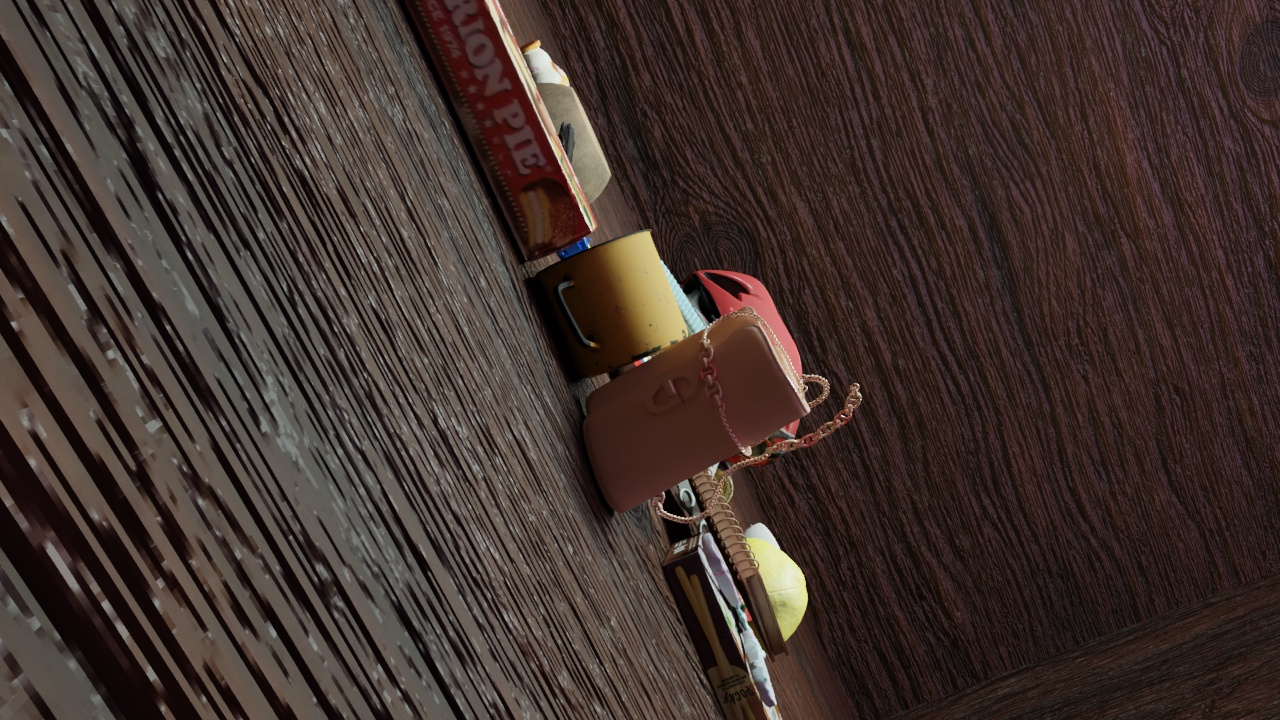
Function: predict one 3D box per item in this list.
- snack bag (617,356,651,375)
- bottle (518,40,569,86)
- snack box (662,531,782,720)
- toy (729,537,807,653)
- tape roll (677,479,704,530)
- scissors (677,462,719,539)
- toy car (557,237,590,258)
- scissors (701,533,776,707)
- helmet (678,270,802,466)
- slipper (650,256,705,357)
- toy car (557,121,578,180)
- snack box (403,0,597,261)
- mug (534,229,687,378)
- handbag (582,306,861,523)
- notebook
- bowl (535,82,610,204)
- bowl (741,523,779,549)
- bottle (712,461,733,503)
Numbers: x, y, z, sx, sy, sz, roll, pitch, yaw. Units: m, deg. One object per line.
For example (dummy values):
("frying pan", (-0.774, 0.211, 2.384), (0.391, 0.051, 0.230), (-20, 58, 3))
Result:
("snack bag", (-0.006, 0.006, 0.986), (0.144, 0.039, 0.131), (-54, 120, -88))
("bottle", (-0.130, -0.375, 1.242), (0.063, 0.063, 0.109), (-102, 168, -63))
("snack box", (0.074, 0.249, 0.796), (0.101, 0.032, 0.186), (9, 58, -83))
("toy", (0.152, 0.281, 1.107), (0.208, 0.092, 0.133), (65, 16, -75))
("tape roll", (0.064, 0.162, 1.127), (0.093, 0.018, 0.094), (-22, 89, -85))
("scissors", (0.082, 0.164, 1.087), (0.159, 0.014, 0.120), (-18, 85, -61))
("toy car", (-0.065, -0.123, 0.963), (0.092, 0.033, 0.061), (58, 17, -58))
("scissors", (0.088, 0.227, 0.783), (0.174, 0.013, 0.171), (-109, 176, -51))
("helmet", (0.102, 0.016, 1.206), (0.218, 0.166, 0.272), (-35, -105, 53))
("slipper", (0.030, -0.022, 1.097), (0.276, 0.116, 0.069), (61, 19, -13))
("toy car", (-0.086, -0.218, 1.024), (0.040, 0.037, 0.092), (-100, -161, -71))
("snack box", (-0.109, -0.200, 0.739), (0.113, 0.060, 0.236), (-89, 155, -79))
("mug", (-0.026, -0.040, 0.728), (0.123, 0.101, 0.094), (-25, 94, -60))
("handbag", (0.075, 0.069, 0.690), (0.187, 0.199, 0.116), (54, 12, -32))
("notebook", (0.084, 0.172, 0.915), (0.210, 0.022, 0.169), (-116, -177, -46))
("bowl", (-0.091, -0.264, 1.118), (0.162, 0.070, 0.162), (-22, 89, -84))
("bowl", (0.166, 0.294, 1.307), (0.115, 0.050, 0.114), (162, -89, -78))
("bottle", (0.095, 0.162, 1.226), (0.105, 0.056, 0.056), (-38, 105, -84))
